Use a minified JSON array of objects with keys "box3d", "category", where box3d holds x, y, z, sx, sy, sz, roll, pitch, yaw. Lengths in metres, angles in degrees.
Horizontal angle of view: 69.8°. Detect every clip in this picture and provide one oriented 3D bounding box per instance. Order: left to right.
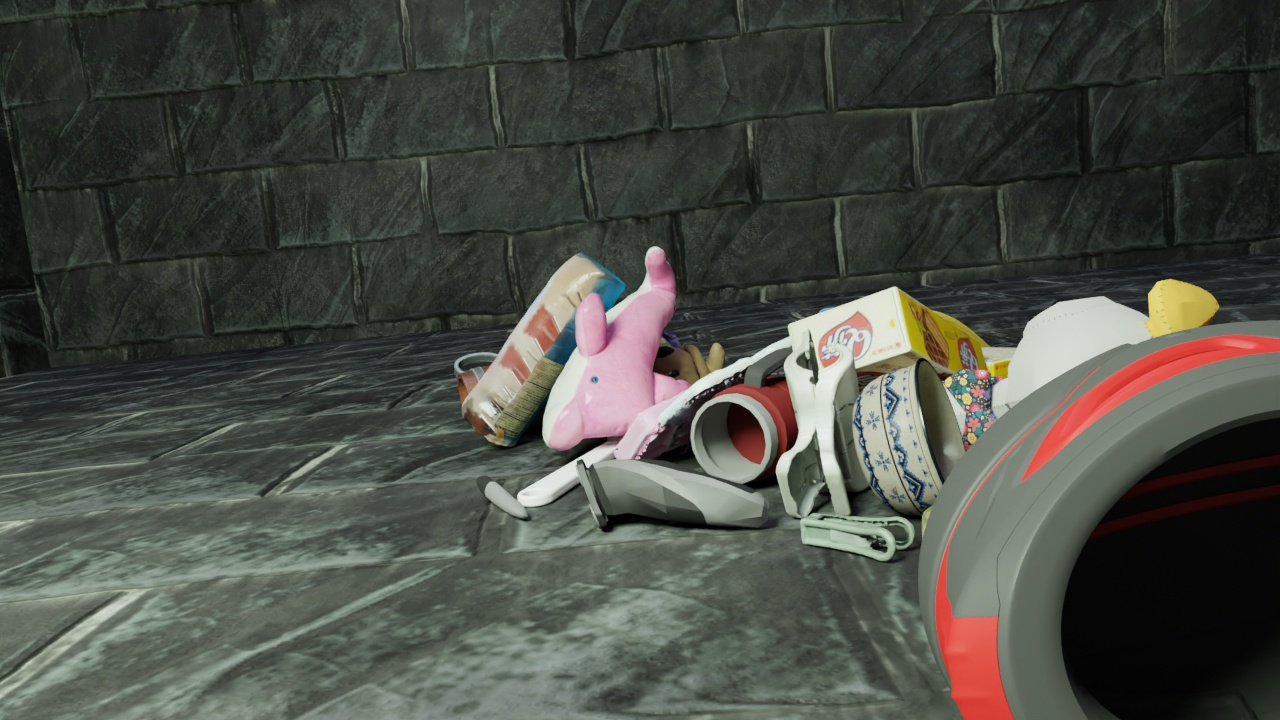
[{"box3d":[0.154,0.059,0.720,0.092,0.126,0.151,-12,29,15],"category":"clip"},{"box3d":[0.144,0.117,0.618,0.075,0.023,0.035,-1,10,42],"category":"clip"}]

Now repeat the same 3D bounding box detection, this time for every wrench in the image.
[{"box3d":[-0.046,0.099,0.916,0.066,0.018,0.272,-3,9,24],"category":"wrench"}]

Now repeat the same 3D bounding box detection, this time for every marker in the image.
[{"box3d":[-0.122,0.121,0.813,0.022,0.016,0.139,17,-2,-26],"category":"marker"}]

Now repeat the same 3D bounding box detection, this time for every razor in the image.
[{"box3d":[0.023,0.104,0.703,0.156,0.057,0.060,-3,40,21],"category":"razor"}]

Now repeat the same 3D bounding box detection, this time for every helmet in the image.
[{"box3d":[0.218,0.072,0.360,0.264,0.164,0.170,-16,-3,-4],"category":"helmet"}]

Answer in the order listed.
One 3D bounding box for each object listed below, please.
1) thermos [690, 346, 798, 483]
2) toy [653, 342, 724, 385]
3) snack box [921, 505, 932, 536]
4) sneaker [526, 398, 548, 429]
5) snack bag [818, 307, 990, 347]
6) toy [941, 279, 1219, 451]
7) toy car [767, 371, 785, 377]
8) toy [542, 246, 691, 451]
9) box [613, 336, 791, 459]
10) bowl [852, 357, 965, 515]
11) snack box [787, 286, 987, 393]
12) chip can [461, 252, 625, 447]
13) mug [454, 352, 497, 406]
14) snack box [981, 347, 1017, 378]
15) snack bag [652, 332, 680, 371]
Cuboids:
[{"box3d":[0.128,0.044,0.854,0.084,0.108,0.198,13,14,30],"category":"thermos"},{"box3d":[0.054,0.026,1.122,0.108,0.106,0.134,-26,15,-39],"category":"toy"},{"box3d":[0.273,0.094,0.601,0.121,0.045,0.180,1,9,42],"category":"snack box"},{"box3d":[-0.104,-0.004,1.188,0.102,0.089,0.240,41,47,19],"category":"sneaker"},{"box3d":[0.358,-0.016,1.222,0.205,0.102,0.159,3,2,-30],"category":"snack bag"},{"box3d":[0.351,0.026,0.763,0.246,0.141,0.268,-8,-10,-28],"category":"toy"},{"box3d":[0.189,0.035,1.117,0.112,0.046,0.034,-9,9,-33],"category":"toy car"},{"box3d":[-0.006,0.006,0.983,0.128,0.187,0.264,20,52,14],"category":"toy"},{"box3d":[0.071,0.032,0.908,0.200,0.045,0.155,-23,-24,-47],"category":"box"},{"box3d":[0.196,0.061,0.678,0.059,0.115,0.115,-18,1,28],"category":"bowl"},{"box3d":[0.245,0.002,0.884,0.110,0.061,0.230,-20,-23,33],"category":"snack box"},{"box3d":[-0.111,-0.013,1.035,0.080,0.230,0.079,35,8,-6],"category":"chip can"},{"box3d":[-0.192,0.027,1.251,0.111,0.082,0.117,-12,45,-22],"category":"mug"},{"box3d":[0.383,0.022,1.005,0.105,0.061,0.084,-10,9,-33],"category":"snack box"},{"box3d":[-0.019,0.023,1.174,0.058,0.096,0.204,35,26,21],"category":"snack bag"}]
